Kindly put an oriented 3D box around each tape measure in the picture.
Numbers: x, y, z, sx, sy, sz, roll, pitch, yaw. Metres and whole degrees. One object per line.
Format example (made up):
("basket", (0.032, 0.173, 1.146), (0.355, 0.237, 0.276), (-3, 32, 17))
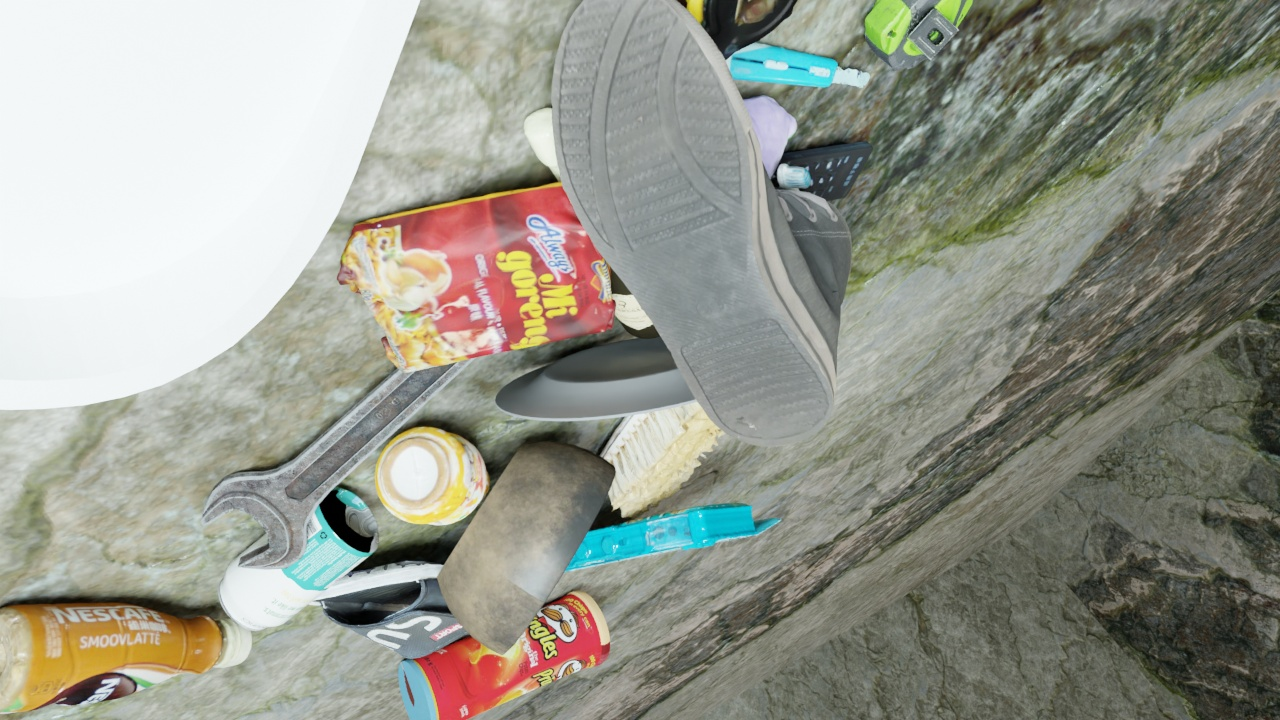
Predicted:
("tape measure", (0.163, -0.199, 0.529), (0.058, 0.036, 0.066), (2, 136, -51))
("tape measure", (0.044, -0.178, 0.424), (0.071, 0.042, 0.072), (-27, 150, -7))

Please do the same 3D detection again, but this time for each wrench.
("wrench", (-0.154, 0.031, 0.544), (0.273, 0.010, 0.070), (-41, 117, 9))

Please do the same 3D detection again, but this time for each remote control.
("remote control", (0.083, -0.117, 0.593), (0.150, 0.022, 0.047), (-15, 148, -30))

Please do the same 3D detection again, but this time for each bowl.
("bowl", (-0.090, 0.130, 0.684), (0.162, 0.070, 0.162), (-57, -177, 4))

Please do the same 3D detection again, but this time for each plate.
("plate", (-0.003, 0.003, 0.575), (0.178, 0.179, 0.012), (-17, 105, -31))

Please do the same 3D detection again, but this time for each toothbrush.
("toothbrush", (0.111, -0.090, 0.612), (0.026, 0.027, 0.222), (6, 174, 16))

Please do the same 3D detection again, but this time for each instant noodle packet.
("instant noodle packet", (-0.080, -0.041, 0.478), (0.135, 0.039, 0.099), (-12, 140, -5))

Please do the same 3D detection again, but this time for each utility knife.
("utility knife", (0.089, -0.168, 0.522), (0.140, 0.015, 0.022), (-11, 114, -41))

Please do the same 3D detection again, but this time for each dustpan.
("dustpan", (-0.180, -0.088, 0.305), (0.191, 0.053, 0.258), (0, 137, -49))

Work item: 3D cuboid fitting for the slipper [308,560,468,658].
("slipper", (-0.170, 0.212, 0.765), (0.111, 0.063, 0.263), (-17, 160, 19))

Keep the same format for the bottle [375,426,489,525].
("bottle", (-0.135, 0.080, 0.625), (0.063, 0.063, 0.109), (-34, 168, -1))

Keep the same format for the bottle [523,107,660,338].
("bottle", (-0.020, -0.075, 0.519), (0.045, 0.045, 0.184), (-35, 147, 0))

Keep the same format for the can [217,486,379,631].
("can", (-0.227, 0.132, 0.611), (0.102, 0.055, 0.055), (-38, 153, 8))

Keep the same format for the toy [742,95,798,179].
("toy", (0.038, -0.118, 0.514), (0.099, 0.036, 0.080), (11, 118, -40))

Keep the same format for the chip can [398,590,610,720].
("chip can", (-0.143, 0.323, 0.987), (0.212, 0.087, 0.087), (-13, 146, -34))

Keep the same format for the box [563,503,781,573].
("box", (0.012, 0.171, 0.865), (0.227, 0.039, 0.181), (-19, 165, 32))

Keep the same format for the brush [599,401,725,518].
("brush", (0.048, 0.029, 0.749), (0.083, 0.056, 0.272), (-4, 140, -45))

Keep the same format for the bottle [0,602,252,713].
("bottle", (-0.324, 0.183, 0.580), (0.059, 0.059, 0.167), (-42, 153, 14))

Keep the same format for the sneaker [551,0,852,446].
("sneaker", (0.042, -0.082, 0.462), (0.095, 0.119, 0.235), (-18, 119, 31))
